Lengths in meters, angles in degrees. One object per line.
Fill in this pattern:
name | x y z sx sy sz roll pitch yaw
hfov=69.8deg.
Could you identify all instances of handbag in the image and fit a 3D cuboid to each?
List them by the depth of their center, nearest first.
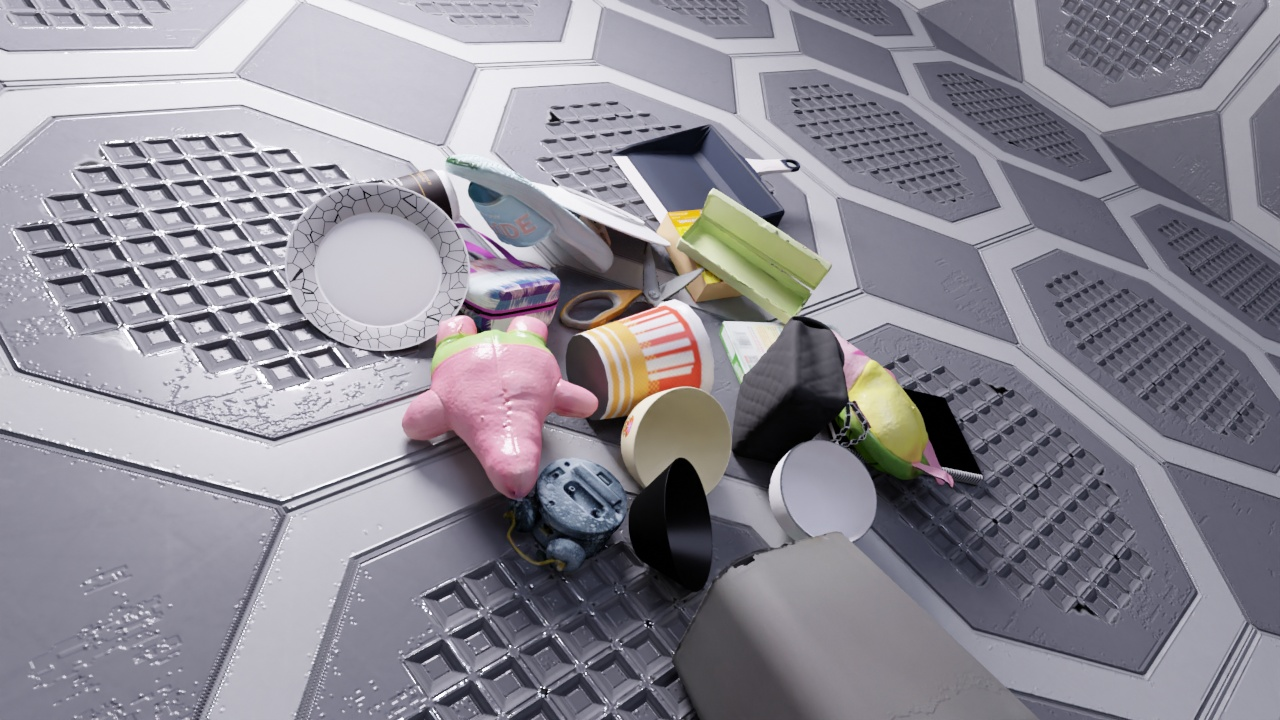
handbag | 0.178 0.036 1.013 0.114 0.154 0.124 13 55 -11
handbag | -0.179 -0.104 1.071 0.144 0.068 0.170 -15 47 -41

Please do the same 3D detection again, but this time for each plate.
plate | -0.279 -0.099 0.981 0.188 0.016 0.188 5 73 -17
plate | -0.053 -0.199 1.207 0.208 0.015 0.208 23 12 -5

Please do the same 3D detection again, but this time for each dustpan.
dustpan | 0.128 -0.280 1.424 0.272 0.080 0.236 -5 47 -33

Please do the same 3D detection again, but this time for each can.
can | -0.279 -0.171 1.051 0.128 0.072 0.072 -22 57 -24

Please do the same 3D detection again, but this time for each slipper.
slipper | -0.133 -0.166 1.110 0.245 0.074 0.104 33 -3 -37

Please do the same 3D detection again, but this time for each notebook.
notebook | 0.324 0.083 1.171 0.206 0.016 0.148 12 39 -17

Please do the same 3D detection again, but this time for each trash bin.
trash bin | 0.155 0.275 0.725 0.197 0.198 0.220 -5 41 -35

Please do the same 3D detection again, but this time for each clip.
clip | -0.065 -0.174 1.239 0.044 0.025 0.062 3 47 -28

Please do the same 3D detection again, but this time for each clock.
clock | -0.068 0.143 0.848 0.090 0.052 0.129 41 39 17

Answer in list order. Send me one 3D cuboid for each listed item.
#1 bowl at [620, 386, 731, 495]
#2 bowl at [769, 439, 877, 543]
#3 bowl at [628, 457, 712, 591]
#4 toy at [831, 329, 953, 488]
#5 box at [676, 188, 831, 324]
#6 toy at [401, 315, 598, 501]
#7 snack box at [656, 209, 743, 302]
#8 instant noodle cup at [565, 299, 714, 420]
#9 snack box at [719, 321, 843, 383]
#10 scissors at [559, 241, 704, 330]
bowl | 0.025 0.083 0.944 0.117 0.118 0.074 -2 4 -31
bowl | 0.184 0.145 0.965 0.113 0.063 0.113 9 63 -18
bowl | 0.022 0.156 0.864 0.053 0.124 0.123 -11 32 21
toy | 0.272 0.060 1.067 0.238 0.088 0.189 46 30 5
box | 0.141 -0.129 1.201 0.188 0.092 0.083 33 72 6
toy | -0.133 0.044 0.885 0.192 0.097 0.236 -5 42 -13
snack box | 0.092 -0.146 1.257 0.088 0.040 0.125 -10 60 -30
instant noodle cup | -0.006 0.006 0.995 0.120 0.124 0.123 -13 52 -30
snack box | 0.196 0.003 1.165 0.168 0.027 0.131 1 42 -18
scissors | 0.014 -0.060 1.133 0.224 0.016 0.225 -26 67 -32
